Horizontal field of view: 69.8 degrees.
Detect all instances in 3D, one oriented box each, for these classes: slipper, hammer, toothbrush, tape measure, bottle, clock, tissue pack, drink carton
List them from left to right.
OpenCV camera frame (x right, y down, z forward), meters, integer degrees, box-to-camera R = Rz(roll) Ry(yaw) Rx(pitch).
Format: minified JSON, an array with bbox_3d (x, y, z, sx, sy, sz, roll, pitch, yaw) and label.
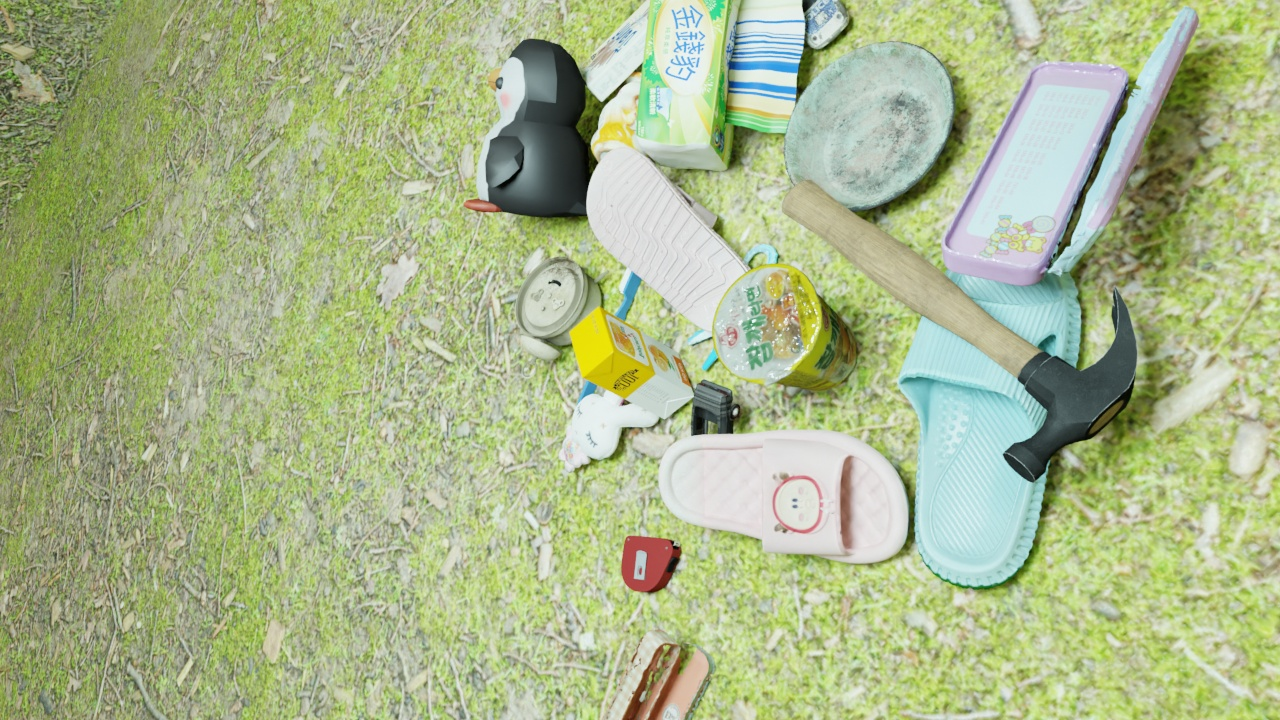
[{"bbox_3d":[-0.092,-0.043,0.992,0.093,0.054,0.140,18,81,41],"label":"clock"},{"bbox_3d":[-0.034,-0.023,0.964,0.014,0.016,0.166,26,94,40],"label":"toothbrush"},{"bbox_3d":[-0.012,-0.257,0.988,0.063,0.063,0.108,-1,62,38],"label":"bottle"},{"bbox_3d":[-0.005,0.005,0.866,0.040,0.122,0.058,-39,46,23],"label":"drink carton"},{"bbox_3d":[0.008,0.192,0.863,0.059,0.019,0.051,-3,74,38],"label":"tape measure"},{"bbox_3d":[0.034,-0.114,0.908,0.094,0.064,0.239,-51,62,19],"label":"slipper"},{"bbox_3d":[0.083,-0.286,0.881,0.141,0.120,0.198,7,96,15],"label":"tissue pack"},{"bbox_3d":[0.112,0.108,0.761,0.222,0.055,0.107,5,97,30],"label":"slipper"},{"bbox_3d":[0.220,-0.055,0.687,0.132,0.040,0.305,-42,54,-2],"label":"hammer"},{"bbox_3d":[0.256,0.031,0.686,0.116,0.069,0.276,6,81,36],"label":"slipper"}]

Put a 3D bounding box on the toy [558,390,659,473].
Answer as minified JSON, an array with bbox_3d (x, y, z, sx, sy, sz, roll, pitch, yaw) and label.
[{"bbox_3d":[-0.041,0.065,0.929,0.126,0.037,0.076,-40,54,19],"label":"toy"}]

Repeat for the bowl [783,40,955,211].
[{"bbox_3d":[0.205,-0.200,0.812,0.158,0.038,0.157,-13,69,35],"label":"bowl"}]

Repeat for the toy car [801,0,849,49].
[{"bbox_3d":[0.161,-0.351,0.892,0.049,0.040,0.112,-40,56,23],"label":"toy car"}]

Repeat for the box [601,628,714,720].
[{"bbox_3d":[-0.004,0.330,0.809,0.076,0.054,0.187,25,95,8],"label":"box"}]

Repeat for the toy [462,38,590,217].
[{"bbox_3d":[-0.102,-0.249,0.992,0.140,0.158,0.184,11,105,14],"label":"toy"}]

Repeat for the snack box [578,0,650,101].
[{"bbox_3d":[-0.003,-0.353,1.002,0.150,0.026,0.082,-41,32,14],"label":"snack box"}]

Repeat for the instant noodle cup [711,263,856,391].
[{"bbox_3d":[0.129,-0.017,0.771,0.102,0.108,0.102,-13,69,35],"label":"instant noodle cup"}]

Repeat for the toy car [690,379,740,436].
[{"bbox_3d":[0.064,0.065,0.829,0.040,0.037,0.092,21,123,39],"label":"toy car"}]

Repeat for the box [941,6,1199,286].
[{"bbox_3d":[0.308,-0.147,0.648,0.213,0.062,0.140,-57,20,-22],"label":"box"}]

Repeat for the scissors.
[{"bbox_3d":[0.102,-0.036,0.863,0.113,0.013,0.141,41,101,37],"label":"scissors"}]
